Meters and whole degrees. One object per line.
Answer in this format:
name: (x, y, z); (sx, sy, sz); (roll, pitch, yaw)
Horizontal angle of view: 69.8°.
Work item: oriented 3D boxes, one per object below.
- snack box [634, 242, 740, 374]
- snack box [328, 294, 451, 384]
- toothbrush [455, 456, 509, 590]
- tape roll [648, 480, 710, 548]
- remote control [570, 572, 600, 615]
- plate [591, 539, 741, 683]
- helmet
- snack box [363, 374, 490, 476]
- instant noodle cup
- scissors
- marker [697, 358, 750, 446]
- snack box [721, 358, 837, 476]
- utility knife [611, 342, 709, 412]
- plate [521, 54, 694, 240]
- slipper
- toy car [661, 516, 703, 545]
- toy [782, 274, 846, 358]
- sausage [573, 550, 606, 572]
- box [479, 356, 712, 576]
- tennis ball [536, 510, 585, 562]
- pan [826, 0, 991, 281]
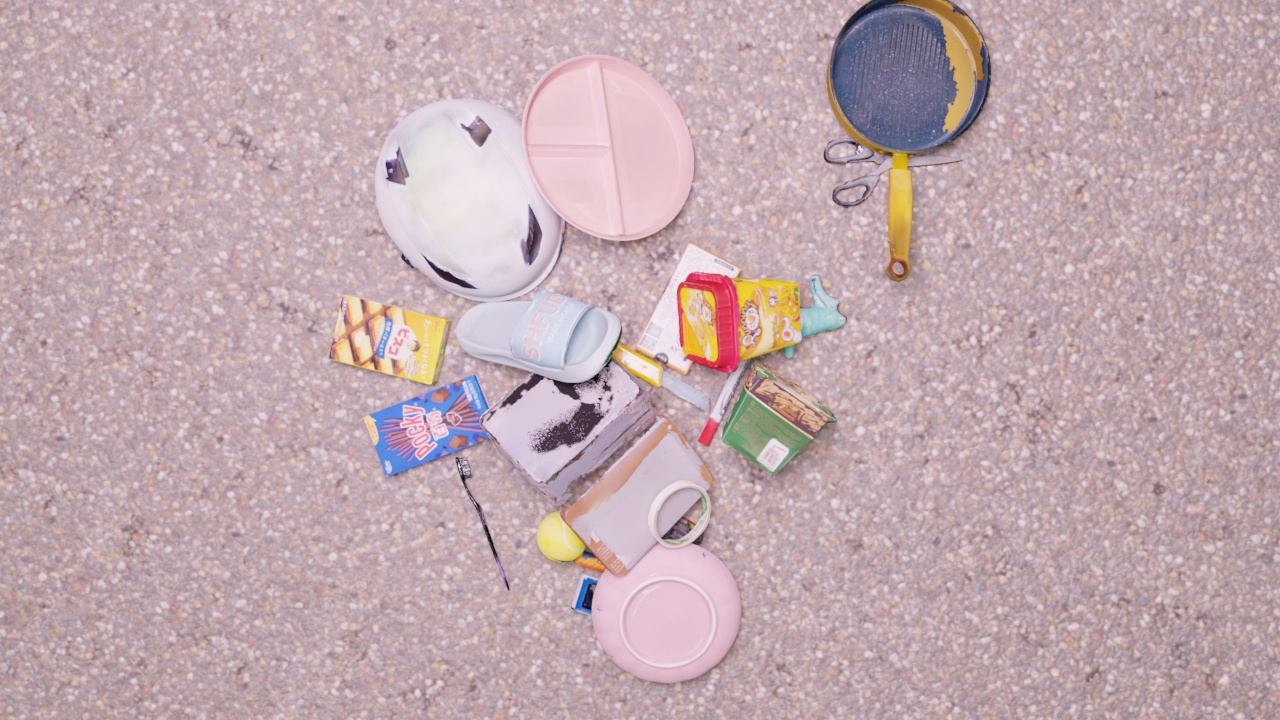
snack box: (0.060, -0.066, 1.169); (0.075, 0.026, 0.154); (27, 94, 0)
snack box: (-0.322, -0.027, 1.183); (0.140, 0.033, 0.087); (14, 94, 0)
toothbrush: (-0.203, 0.213, 1.202); (0.016, 0.014, 0.189); (-21, 93, -9)
tape roll: (0.049, 0.190, 1.134); (0.085, 0.014, 0.086); (-10, 111, -29)
remote control: (-0.025, 0.318, 1.195); (0.125, 0.024, 0.049); (18, 94, 0)
plate: (0.034, 0.324, 1.160); (0.192, 0.039, 0.192); (0, 98, -1)
helmet: (-0.210, -0.197, 1.111); (0.229, 0.146, 0.258); (-24, 92, 3)
snack box: (-0.271, 0.084, 1.189); (0.157, 0.026, 0.084); (-21, 93, 3)
instant noodle cup: (0.122, -0.053, 1.110); (0.123, 0.116, 0.116); (-10, 103, -24)
scissors: (0.312, -0.252, 1.155); (0.164, 0.014, 0.164); (35, 93, -1)
marker: (0.112, 0.042, 1.178); (0.017, 0.017, 0.145); (26, 94, 0)
snack box: (0.161, 0.076, 1.131); (0.118, 0.117, 0.106); (34, 98, 3)
utility knife: (-0.007, 0.007, 1.180); (0.223, 0.015, 0.033); (29, 93, 2)
plate: (-0.039, -0.255, 1.112); (0.229, 0.028, 0.229); (4, 81, -26)
slipper: (-0.129, -0.041, 1.103); (0.246, 0.074, 0.103); (8, 53, 33)
toy car: (0.029, 0.211, 1.183); (0.106, 0.031, 0.049); (33, 93, -1)
toy: (0.214, -0.058, 1.164); (0.092, 0.030, 0.096); (-14, 85, -2)
sausage: (-0.014, 0.275, 1.193); (0.165, 0.021, 0.021); (15, 94, 1)
box: (-0.048, 0.113, 1.113); (0.179, 0.136, 0.269); (-43, 91, -13)
tennis ball: (-0.100, 0.225, 1.172); (0.065, 0.065, 0.065); (0, 93, 2)
pan: (0.319, -0.270, 1.110); (0.198, 0.078, 0.357); (6, 90, -1)
